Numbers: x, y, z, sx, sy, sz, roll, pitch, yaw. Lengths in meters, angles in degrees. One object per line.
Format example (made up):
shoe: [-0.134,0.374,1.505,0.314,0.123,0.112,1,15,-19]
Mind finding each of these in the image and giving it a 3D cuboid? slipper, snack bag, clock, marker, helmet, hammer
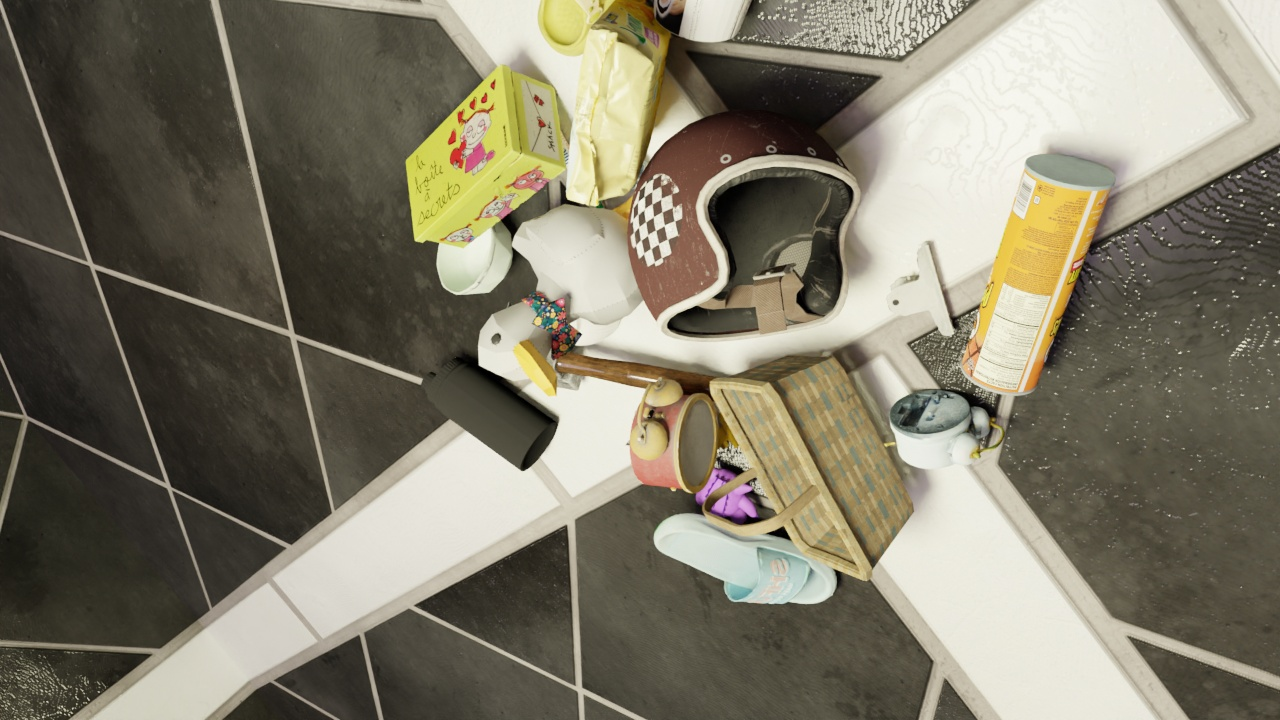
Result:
slipper: [-0.066,-0.396,0.944,0.091,0.081,0.191,43,135,8]
snack bag: [-0.016,-0.261,0.901,0.068,0.246,0.160,10,120,1]
slipper: [0.131,0.270,1.185,0.245,0.074,0.104,21,137,-7]
clock: [0.321,0.074,0.969,0.118,0.083,0.057,5,125,36]
clock: [0.027,0.086,1.081,0.081,0.116,0.159,3,148,27]
marker: [-0.072,-0.220,1.098,0.017,0.017,0.145,-22,104,41]
helmet: [0.099,-0.115,0.884,0.234,0.233,0.253,-18,73,45]
hammer: [-0.007,0.007,1.118,0.301,0.037,0.218,10,163,18]

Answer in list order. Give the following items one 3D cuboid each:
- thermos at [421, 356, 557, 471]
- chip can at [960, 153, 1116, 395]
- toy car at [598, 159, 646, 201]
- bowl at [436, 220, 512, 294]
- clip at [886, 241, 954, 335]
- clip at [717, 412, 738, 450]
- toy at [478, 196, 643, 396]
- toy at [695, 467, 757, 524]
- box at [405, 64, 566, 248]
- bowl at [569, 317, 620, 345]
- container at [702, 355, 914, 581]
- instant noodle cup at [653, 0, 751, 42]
thermos: [-0.225,0.069,1.334,0.198,0.085,0.086,34,131,12]
chip can: [0.364,-0.076,0.852,0.075,0.075,0.215,21,127,22]
toy car: [-0.027,-0.209,1.063,0.090,0.038,0.027,-12,151,39]
bowl: [-0.207,-0.138,1.198,0.118,0.061,0.117,-11,73,41]
clip: [0.286,-0.071,0.951,0.056,0.046,0.102,-10,110,33]
clip: [0.096,0.096,1.163,0.054,0.049,0.044,62,166,-14]
toy: [-0.078,-0.089,1.025,0.246,0.267,0.141,51,170,42]
toy: [0.106,0.176,1.195,0.106,0.055,0.088,26,131,19]
box: [-0.192,-0.234,1.095,0.222,0.081,0.124,-24,66,41]
bowl: [-0.089,-0.067,1.174,0.118,0.062,0.118,17,126,25]
container: [0.163,0.129,1.018,0.250,0.186,0.158,60,163,-11]
instant noodle cup: [0.064,-0.373,0.852,0.123,0.123,0.122,30,139,16]
